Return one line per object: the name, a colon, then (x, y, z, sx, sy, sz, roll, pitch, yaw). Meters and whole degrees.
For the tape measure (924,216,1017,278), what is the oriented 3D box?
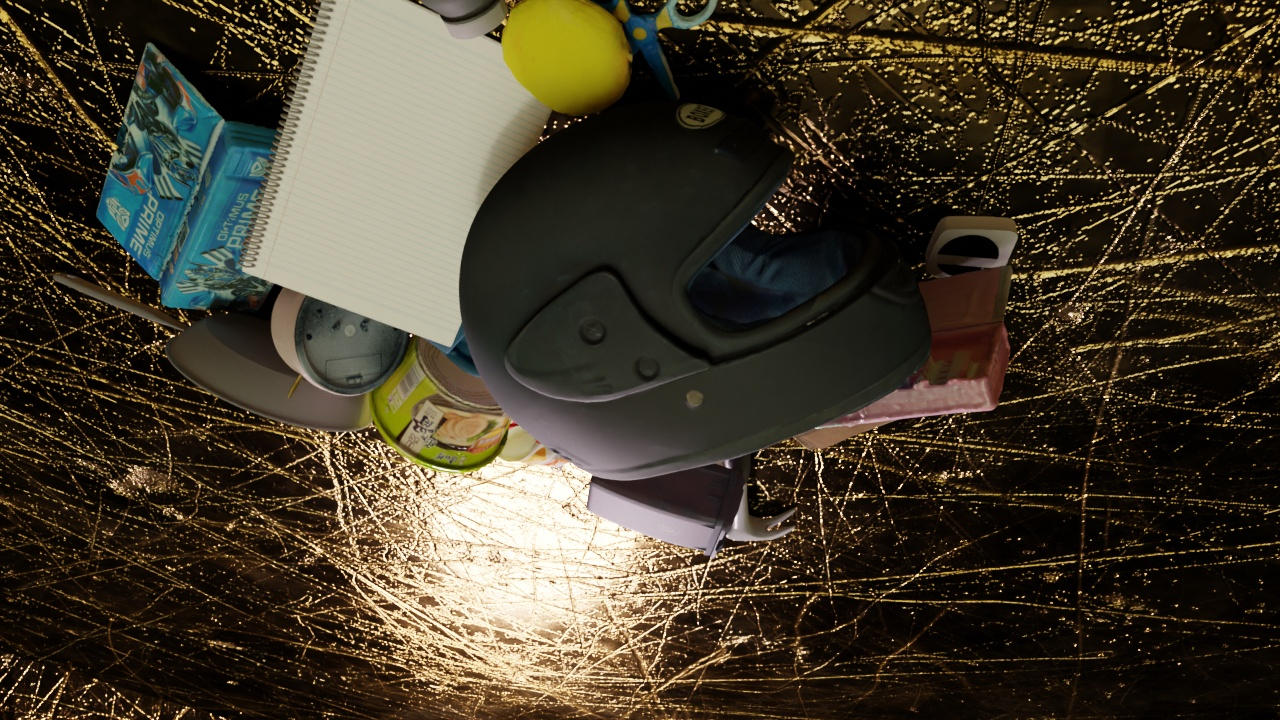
tape measure: (0.270, -0.090, 0.751, 0.065, 0.016, 0.064, 5, 142, 4)

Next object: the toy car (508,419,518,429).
toy car: (-0.122, 0.060, 1.014, 0.090, 0.025, 0.038, -6, 140, 19)

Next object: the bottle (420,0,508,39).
bottle: (-0.124, -0.260, 0.573, 0.060, 0.060, 0.108, -6, 140, 18)

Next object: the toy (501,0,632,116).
toy: (-0.050, -0.208, 0.629, 0.094, 0.041, 0.096, 9, 145, 14)

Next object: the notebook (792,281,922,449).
notebook: (0.193, 0.002, 0.870, 0.216, 0.034, 0.190, -25, 131, 35)

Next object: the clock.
clock: (-0.268, -0.049, 0.814, 0.059, 0.116, 0.158, 12, 106, 37)

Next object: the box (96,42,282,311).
box: (-0.376, -0.130, 0.784, 0.170, 0.071, 0.244, 28, 138, -23)

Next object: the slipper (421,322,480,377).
slipper: (-0.179, -0.075, 0.774, 0.104, 0.059, 0.214, -35, 101, 25)

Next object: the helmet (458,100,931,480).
helmet: (0.020, -0.064, 0.653, 0.317, 0.248, 0.236, -16, 109, 25)

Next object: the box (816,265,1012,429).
box: (0.174, -0.004, 0.736, 0.233, 0.178, 0.039, -9, 117, 34)

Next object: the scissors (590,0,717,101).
scissors: (0.006, -0.230, 0.628, 0.127, 0.015, 0.125, -6, 140, 27)

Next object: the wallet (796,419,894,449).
wallet: (0.186, 0.041, 0.871, 0.098, 0.026, 0.121, 31, 137, -28)

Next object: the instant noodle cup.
instant noodle cup: (-0.181, 0.027, 0.897, 0.146, 0.146, 0.098, 25, 128, -20)

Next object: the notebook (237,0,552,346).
notebook: (-0.186, -0.141, 0.697, 0.178, 0.013, 0.246, 21, 115, -16)

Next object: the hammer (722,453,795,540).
hammer: (0.114, 0.124, 1.048, 0.125, 0.029, 0.311, 1, 141, 10)

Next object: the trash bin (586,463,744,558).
trash bin: (0.029, 0.143, 1.016, 0.161, 0.092, 0.094, 18, 143, 5)

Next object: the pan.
pan: (-0.422, -0.024, 0.902, 0.356, 0.200, 0.051, 28, 99, 6)

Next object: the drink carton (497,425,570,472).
drink carton: (-0.105, 0.106, 1.048, 0.069, 0.038, 0.122, -21, 156, 25)
